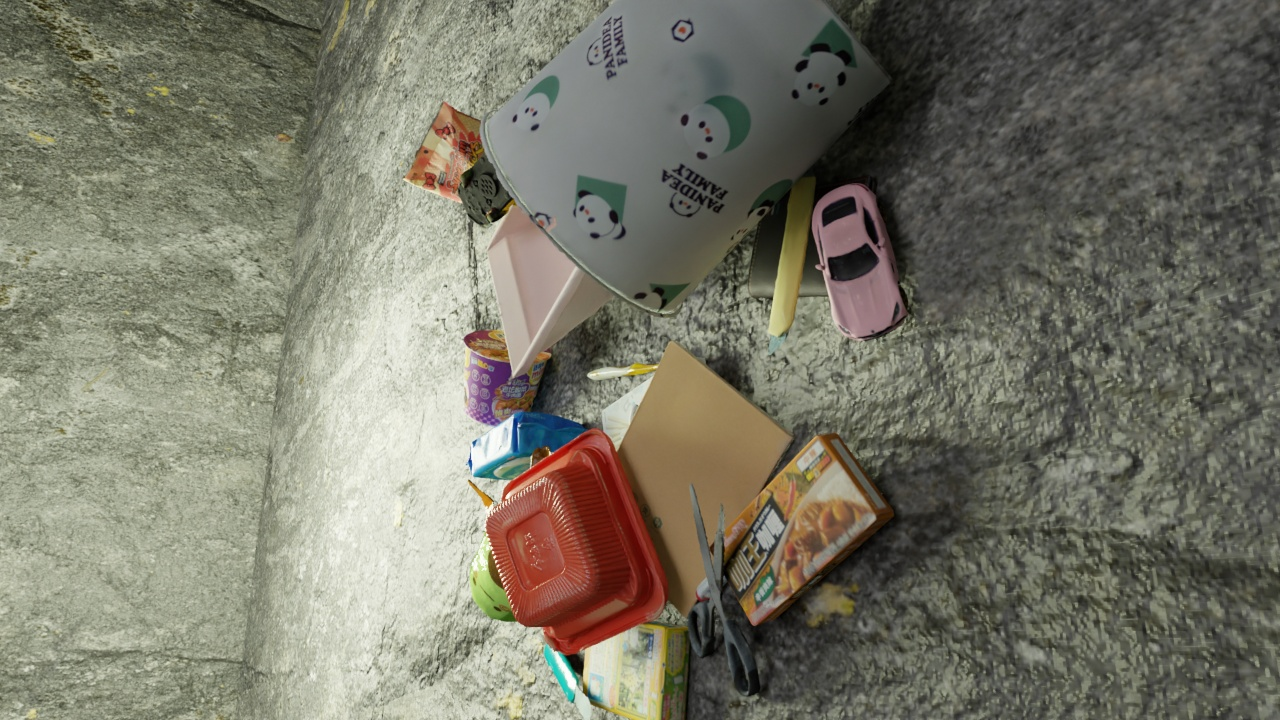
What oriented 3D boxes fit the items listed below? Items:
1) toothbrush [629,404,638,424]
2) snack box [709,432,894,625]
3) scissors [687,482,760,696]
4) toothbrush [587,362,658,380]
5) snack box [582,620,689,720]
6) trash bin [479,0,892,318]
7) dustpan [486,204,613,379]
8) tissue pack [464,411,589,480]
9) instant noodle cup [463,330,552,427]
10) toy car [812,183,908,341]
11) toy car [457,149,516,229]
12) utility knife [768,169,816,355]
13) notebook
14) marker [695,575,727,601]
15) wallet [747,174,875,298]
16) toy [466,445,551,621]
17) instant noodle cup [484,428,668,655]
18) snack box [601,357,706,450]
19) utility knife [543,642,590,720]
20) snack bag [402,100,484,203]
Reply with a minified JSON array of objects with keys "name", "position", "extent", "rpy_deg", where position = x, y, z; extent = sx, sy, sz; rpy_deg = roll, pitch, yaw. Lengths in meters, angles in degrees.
[{"name":"toothbrush","position":[-0.022,0.146,0.901],"extent":[0.026,0.026,0.221],"rpy_deg":[19,110,24]},{"name":"snack box","position":[0.117,0.130,0.696],"extent":[0.154,0.026,0.075],"rpy_deg":[-54,55,35]},{"name":"scissors","position":[0.062,0.191,0.744],"extent":[0.174,0.014,0.160],"rpy_deg":[65,152,22]},{"name":"toothbrush","position":[-0.006,0.006,0.965],"extent":[0.192,0.016,0.018],"rpy_deg":[-10,61,57]},{"name":"snack box","position":[-0.007,0.288,0.862],"extent":[0.141,0.033,0.086],"rpy_deg":[-16,67,58]},{"name":"trash bin","position":[0.040,-0.200,0.728],"extent":[0.252,0.229,0.229],"rpy_deg":[-42,45,22]},{"name":"dustpan","position":[-0.098,-0.155,0.997],"extent":[0.274,0.139,0.222],"rpy_deg":[-34,49,14]},{"name":"tissue pack","position":[-0.131,0.104,1.063],"extent":[0.158,0.094,0.052],"rpy_deg":[-32,55,48]},{"name":"instant noodle cup","position":[-0.175,0.025,1.154],"extent":[0.111,0.111,0.099],"rpy_deg":[41,122,55]},{"name":"toy car","position":[0.160,-0.075,0.680],"extent":[0.056,0.037,0.122],"rpy_deg":[-22,66,32]},{"name":"toy car","position":[-0.158,-0.213,1.045],"extent":[0.071,0.041,0.156],"rpy_deg":[54,135,1]},{"name":"utility knife","position":[0.121,-0.085,0.743],"extent":[0.031,0.018,0.164],"rpy_deg":[-10,61,59]},{"name":"notebook","position":[0.035,0.107,0.823],"extent":[0.148,0.008,0.208],"rpy_deg":[40,117,31]},{"name":"marker","position":[0.087,0.156,0.764],"extent":[0.146,0.017,0.017],"rpy_deg":[-56,38,34]},{"name":"wallet","position":[0.140,-0.099,0.759],"extent":[0.122,0.020,0.096],"rpy_deg":[5,84,57]},{"name":"toy","position":[-0.127,0.216,1.011],"extent":[0.227,0.089,0.247],"rpy_deg":[56,138,22]},{"name":"instant noodle cup","position":[-0.072,0.176,0.861],"extent":[0.165,0.079,0.188],"rpy_deg":[-36,68,32]},{"name":"snack box","position":[0.013,0.063,0.905],"extent":[0.157,0.026,0.084],"rpy_deg":[-36,51,49]},{"name":"utility knife","position":[-0.076,0.326,0.942],"extent":[0.205,0.013,0.029],"rpy_deg":[-171,95,-73]},{"name":"snack bag","position":[-0.171,-0.227,1.121],"extent":[0.129,0.207,0.073],"rpy_deg":[-47,38,40]}]
